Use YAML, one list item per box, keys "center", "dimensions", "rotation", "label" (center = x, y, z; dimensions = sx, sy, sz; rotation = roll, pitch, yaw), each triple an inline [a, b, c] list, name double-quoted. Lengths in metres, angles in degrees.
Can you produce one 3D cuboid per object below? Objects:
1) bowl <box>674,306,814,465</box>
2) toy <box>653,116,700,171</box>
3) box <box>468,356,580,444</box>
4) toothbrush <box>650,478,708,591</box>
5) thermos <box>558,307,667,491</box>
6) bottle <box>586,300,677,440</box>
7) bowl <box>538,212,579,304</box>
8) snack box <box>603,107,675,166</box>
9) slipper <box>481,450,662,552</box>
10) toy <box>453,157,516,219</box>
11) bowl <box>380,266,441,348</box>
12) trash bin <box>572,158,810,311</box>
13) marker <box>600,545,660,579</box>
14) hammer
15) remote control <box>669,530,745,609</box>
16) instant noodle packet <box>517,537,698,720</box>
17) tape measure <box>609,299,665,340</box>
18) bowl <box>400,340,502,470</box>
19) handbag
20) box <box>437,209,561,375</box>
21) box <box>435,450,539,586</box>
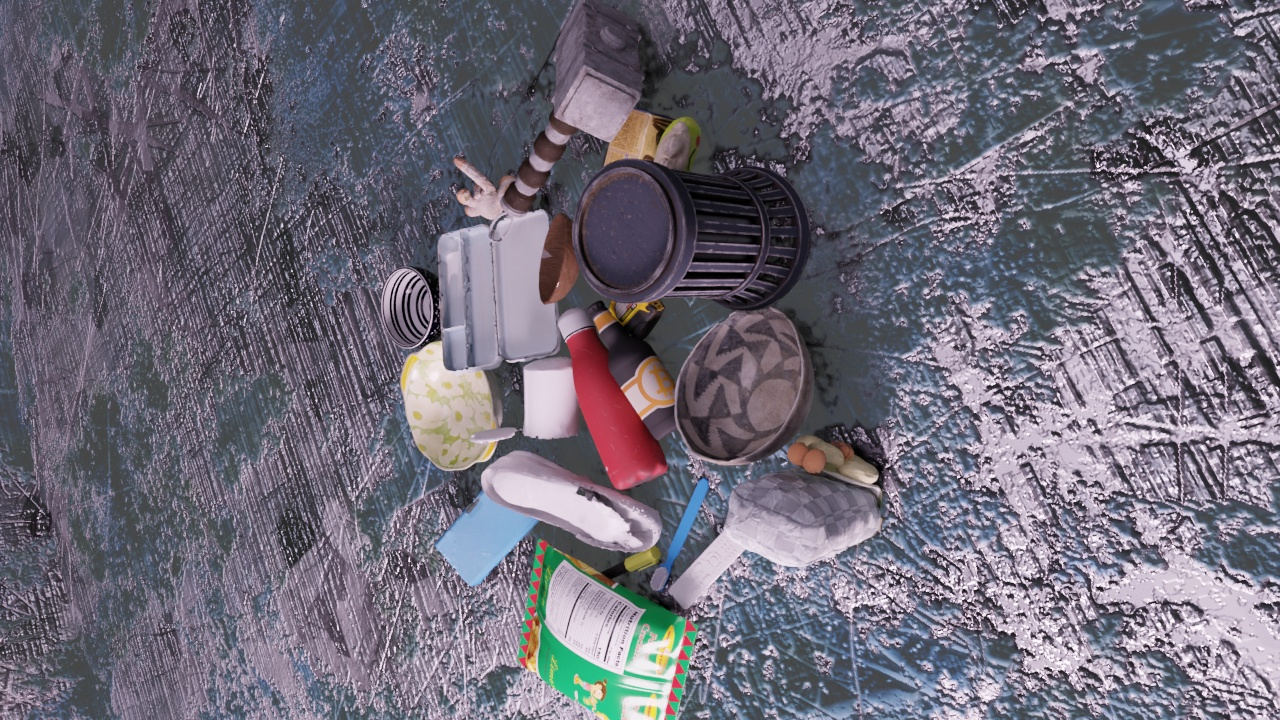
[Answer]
- center: [0.127, 0.038, 1.005]
  dimensions: [0.179, 0.081, 0.178]
  rotation: [-27, 50, 37]
  label: "bowl"
- center: [0.038, -0.233, 1.046]
  dimensions: [0.046, 0.115, 0.092]
  rotation: [23, 107, 3]
  label: "toy"
- center: [-0.153, 0.052, 1.205]
  dimensions: [0.080, 0.150, 0.106]
  rotation: [-159, 66, -77]
  label: "box"
- center: [0.048, 0.218, 1.136]
  dimensions: [0.016, 0.014, 0.167]
  rotation: [34, 113, 31]
  label: "toothbrush"
- center: [-0.043, 0.043, 1.154]
  dimensions: [0.073, 0.073, 0.239]
  rotation: [-34, 73, 35]
  label: "thermos"
- center: [-0.007, 0.006, 1.110]
  dimensions: [0.059, 0.059, 0.181]
  rotation: [-39, 82, 34]
  label: "bottle"
- center: [-0.098, -0.126, 1.156]
  dimensions: [0.118, 0.030, 0.118]
  rotation: [-172, 90, -70]
  label: "bowl"
- center: [-0.014, -0.201, 1.120]
  dimensions: [0.056, 0.057, 0.207]
  rotation: [28, 111, 37]
  label: "snack box"
- center: [-0.085, 0.180, 1.185]
  dimensions: [0.247, 0.074, 0.112]
  rotation: [17, 138, 21]
  label: "slipper"
- center: [-0.200, -0.234, 1.252]
  dimensions: [0.106, 0.085, 0.074]
  rotation: [9, 66, 19]
  label: "toy"
- center: [-0.323, -0.079, 1.364]
  dimensions: [0.120, 0.066, 0.120]
  rotation: [4, 97, 38]
  label: "bowl"
- center: [0.051, -0.132, 0.965]
  dimensions: [0.164, 0.226, 0.164]
  rotation: [4, 97, 38]
  label: "trash bin"
- center: [-0.022, 0.271, 1.193]
  dimensions: [0.124, 0.017, 0.021]
  rotation: [-33, 73, 36]
  label: "marker"
- center: [-0.109, -0.274, 1.141]
  dimensions: [0.327, 0.079, 0.176]
  rotation: [-50, 31, 39]
  label: "hammer"
- center: [0.082, 0.252, 1.113]
  dimensions: [0.033, 0.012, 0.131]
  rotation: [49, 121, 21]
  label: "remote control"
- center: [-0.051, 0.366, 1.178]
  dimensions: [0.253, 0.090, 0.196]
  rotation: [21, 110, 30]
  label: "instant noodle packet"
- center: [-0.005, -0.067, 1.135]
  dimensions: [0.064, 0.037, 0.066]
  rotation: [49, 135, 18]
  label: "tape measure"
- center: [-0.260, 0.063, 1.334]
  dimensions: [0.219, 0.060, 0.189]
  rotation: [34, 113, 30]
  label: "bowl"
- center: [0.170, 0.139, 0.934]
  dimensions: [0.113, 0.171, 0.123]
  rotation: [23, 108, 34]
  label: "handbag"
- center: [-0.194, -0.093, 1.251]
  dimensions: [0.189, 0.037, 0.208]
  rotation: [-11, 77, 19]
  label: "box"
- center: [-0.204, 0.229, 1.324]
  dimensions: [0.093, 0.052, 0.232]
  rotation: [46, 121, 7]
  label: "box"
